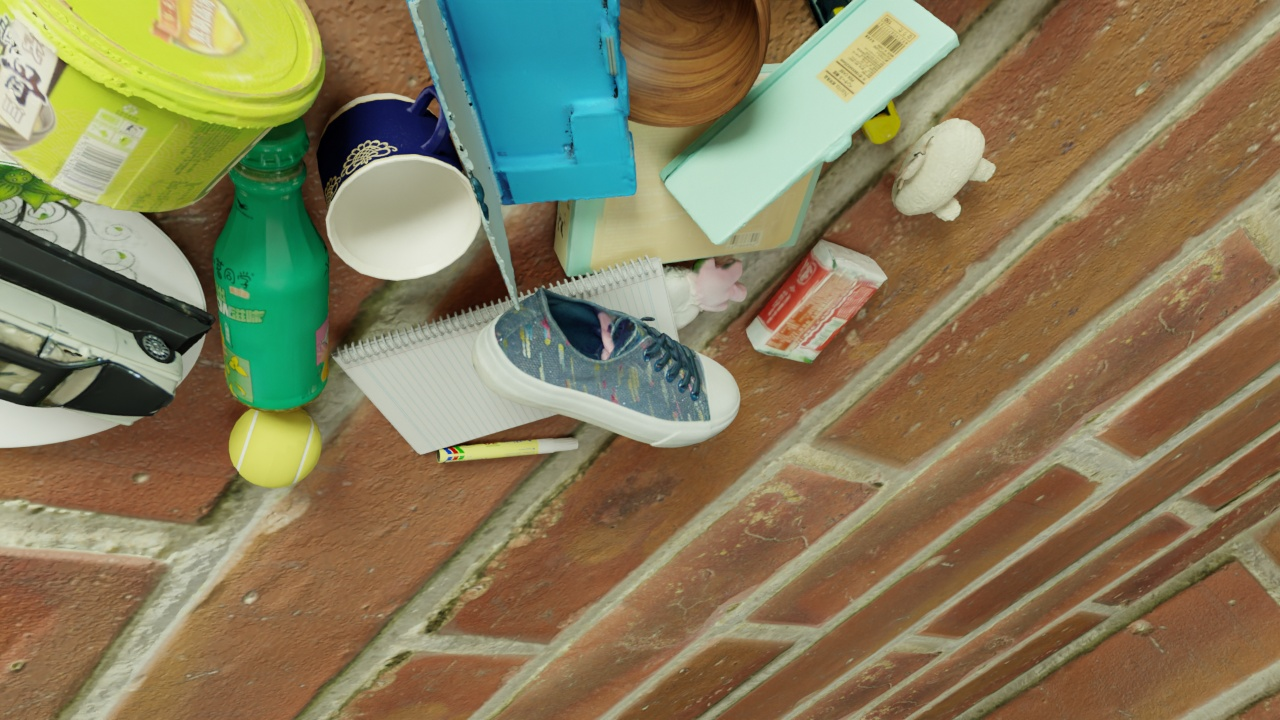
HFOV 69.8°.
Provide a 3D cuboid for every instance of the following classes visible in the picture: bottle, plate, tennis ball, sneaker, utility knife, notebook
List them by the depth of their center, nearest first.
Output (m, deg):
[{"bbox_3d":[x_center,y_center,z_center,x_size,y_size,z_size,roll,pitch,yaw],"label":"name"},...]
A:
[{"bbox_3d":[-0.387,-0.033,0.549,0.229,0.030,0.230,-15,141,-13],"label":"plate"},{"bbox_3d":[-0.231,-0.059,0.575,0.068,0.068,0.210,-6,138,-24],"label":"bottle"},{"bbox_3d":[0.150,-0.214,0.649,0.029,0.020,0.172,-36,140,10],"label":"utility knife"},{"bbox_3d":[-0.004,0.004,0.677,0.235,0.087,0.079,14,138,-37],"label":"sneaker"},{"bbox_3d":[-0.275,0.064,0.694,0.065,0.065,0.065,-15,141,-13],"label":"tennis ball"},{"bbox_3d":[-0.091,0.004,0.728,0.245,0.013,0.178,-16,149,1],"label":"notebook"}]

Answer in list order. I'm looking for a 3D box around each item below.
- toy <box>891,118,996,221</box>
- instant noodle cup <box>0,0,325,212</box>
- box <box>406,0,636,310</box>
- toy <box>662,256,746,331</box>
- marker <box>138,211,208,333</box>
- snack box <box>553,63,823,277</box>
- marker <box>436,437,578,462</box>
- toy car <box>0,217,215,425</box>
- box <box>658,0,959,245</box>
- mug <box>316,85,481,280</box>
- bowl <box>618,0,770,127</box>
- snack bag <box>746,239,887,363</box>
[{"bbox_3d":[0.238,-0.154,0.739,0.112,0.050,0.087,12,128,-34],"label":"toy"},{"bbox_3d":[-0.234,-0.143,0.426,0.146,0.146,0.098,18,136,-42],"label":"instant noodle cup"},{"bbox_3d":[-0.054,-0.130,0.462,0.094,0.115,0.244,-4,154,2],"label":"box"},{"bbox_3d":[0.034,-0.054,0.743,0.109,0.041,0.096,-18,148,9],"label":"toy"},{"bbox_3d":[-0.302,-0.061,0.575,0.018,0.015,0.134,-1,139,0],"label":"marker"},{"bbox_3d":[0.040,-0.136,0.655,0.193,0.044,0.142,-10,138,-20],"label":"snack box"},{"bbox_3d":[-0.120,0.081,0.841,0.132,0.014,0.014,-3,136,-27],"label":"marker"},{"bbox_3d":[-0.347,-0.014,0.511,0.094,0.071,0.191,-36,142,15],"label":"toy car"},{"bbox_3d":[0.110,-0.142,0.583,0.188,0.093,0.077,-39,135,9],"label":"box"},{"bbox_3d":[-0.141,-0.118,0.539,0.085,0.089,0.112,10,129,-37],"label":"mug"},{"bbox_3d":[0.010,-0.211,0.515,0.147,0.068,0.147,19,149,12],"label":"bowl"},{"bbox_3d":[0.157,-0.051,0.825,0.077,0.036,0.116,11,129,-37],"label":"snack bag"}]
